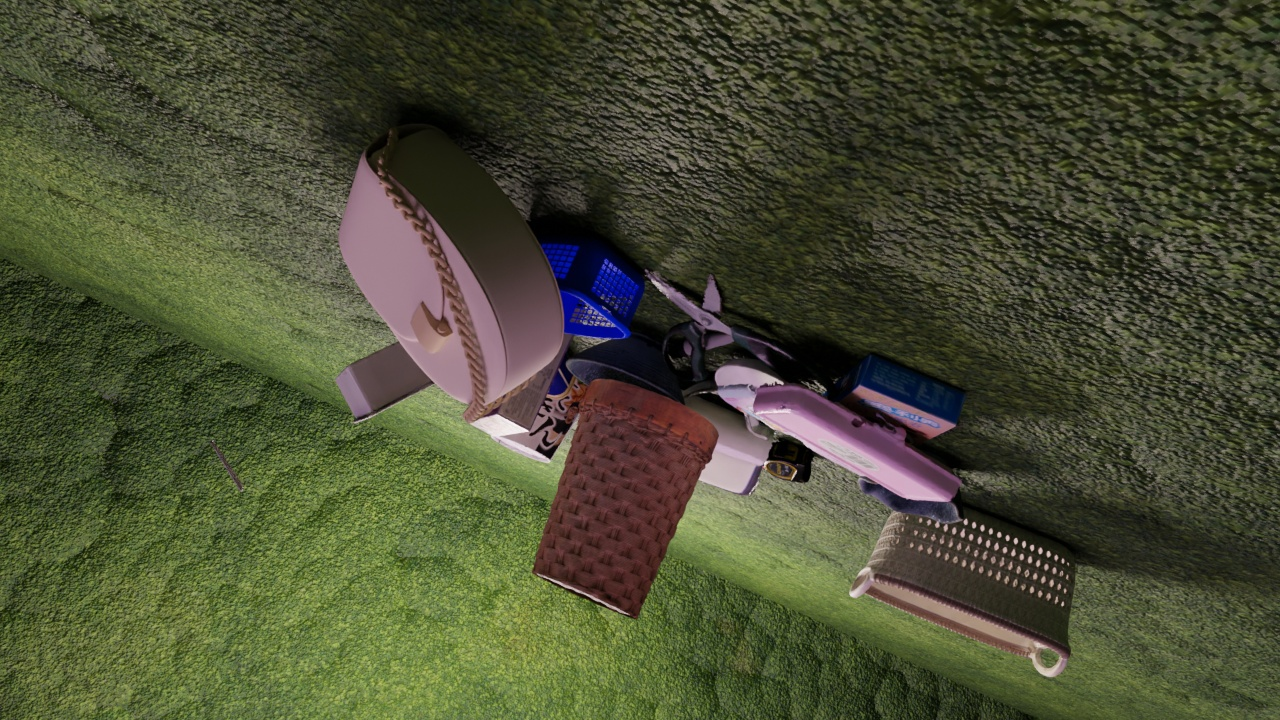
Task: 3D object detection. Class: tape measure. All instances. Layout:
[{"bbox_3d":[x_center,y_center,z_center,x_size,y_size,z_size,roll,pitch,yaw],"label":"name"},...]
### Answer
[{"bbox_3d":[0.184,0.124,1.142,0.061,0.034,0.062,15,151,14],"label":"tape measure"}]

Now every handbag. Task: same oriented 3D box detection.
[{"bbox_3d":[0.087,0.070,1.071,0.151,0.073,0.176,20,145,5],"label":"handbag"},{"bbox_3d":[-0.150,-0.071,0.744,0.208,0.103,0.211,54,150,0],"label":"handbag"}]

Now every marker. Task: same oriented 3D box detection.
[{"bbox_3d":[0.062,-0.016,0.893,0.022,0.016,0.139,-4,175,-25],"label":"marker"}]

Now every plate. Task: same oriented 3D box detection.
[{"bbox_3d":[0.125,0.026,0.901,0.104,0.026,0.104,25,158,10],"label":"plate"}]

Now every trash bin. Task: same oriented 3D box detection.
[{"bbox_3d":[-0.025,0.144,0.959,0.151,0.209,0.151,22,164,6],"label":"trash bin"}]

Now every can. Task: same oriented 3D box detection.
[{"bbox_3d":[-0.142,-0.005,1.136,0.116,0.056,0.092,19,163,14],"label":"can"}]

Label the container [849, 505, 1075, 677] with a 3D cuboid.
[{"bbox_3d":[0.394,0.265,1.108,0.246,0.142,0.185,21,165,8],"label":"container"}]

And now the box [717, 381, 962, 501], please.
[{"bbox_3d":[0.178,0.074,0.848,0.201,0.038,0.153,29,163,-20],"label":"box"}]

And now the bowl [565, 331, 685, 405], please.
[{"bbox_3d":[-0.006,0.006,0.975,0.137,0.057,0.137,22,165,6],"label":"bowl"}]

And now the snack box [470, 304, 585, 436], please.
[{"bbox_3d":[-0.127,0.008,0.994,0.040,0.143,0.148,28,164,-17],"label":"snack box"}]

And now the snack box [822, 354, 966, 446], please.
[{"bbox_3d":[0.219,0.044,0.828,0.087,0.034,0.151,23,164,2],"label":"snack box"}]

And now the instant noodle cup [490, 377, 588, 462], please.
[{"bbox_3d":[-0.136,0.064,1.229,0.123,0.121,0.124,21,164,6],"label":"instant noodle cup"}]

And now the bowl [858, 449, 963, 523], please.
[{"bbox_3d":[0.290,0.126,0.960,0.110,0.055,0.110,22,164,6],"label":"bowl"}]

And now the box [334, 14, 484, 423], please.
[{"bbox_3d":[-0.257,-0.147,1.015,0.173,0.422,0.168,-3,175,-24],"label":"box"}]

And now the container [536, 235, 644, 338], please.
[{"bbox_3d":[-0.058,-0.067,0.807,0.114,0.058,0.096,7,158,44],"label":"container"}]

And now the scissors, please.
[{"bbox_3d":[0.069,-0.012,0.840,0.201,0.015,0.203,37,156,-11],"label":"scissors"}]
